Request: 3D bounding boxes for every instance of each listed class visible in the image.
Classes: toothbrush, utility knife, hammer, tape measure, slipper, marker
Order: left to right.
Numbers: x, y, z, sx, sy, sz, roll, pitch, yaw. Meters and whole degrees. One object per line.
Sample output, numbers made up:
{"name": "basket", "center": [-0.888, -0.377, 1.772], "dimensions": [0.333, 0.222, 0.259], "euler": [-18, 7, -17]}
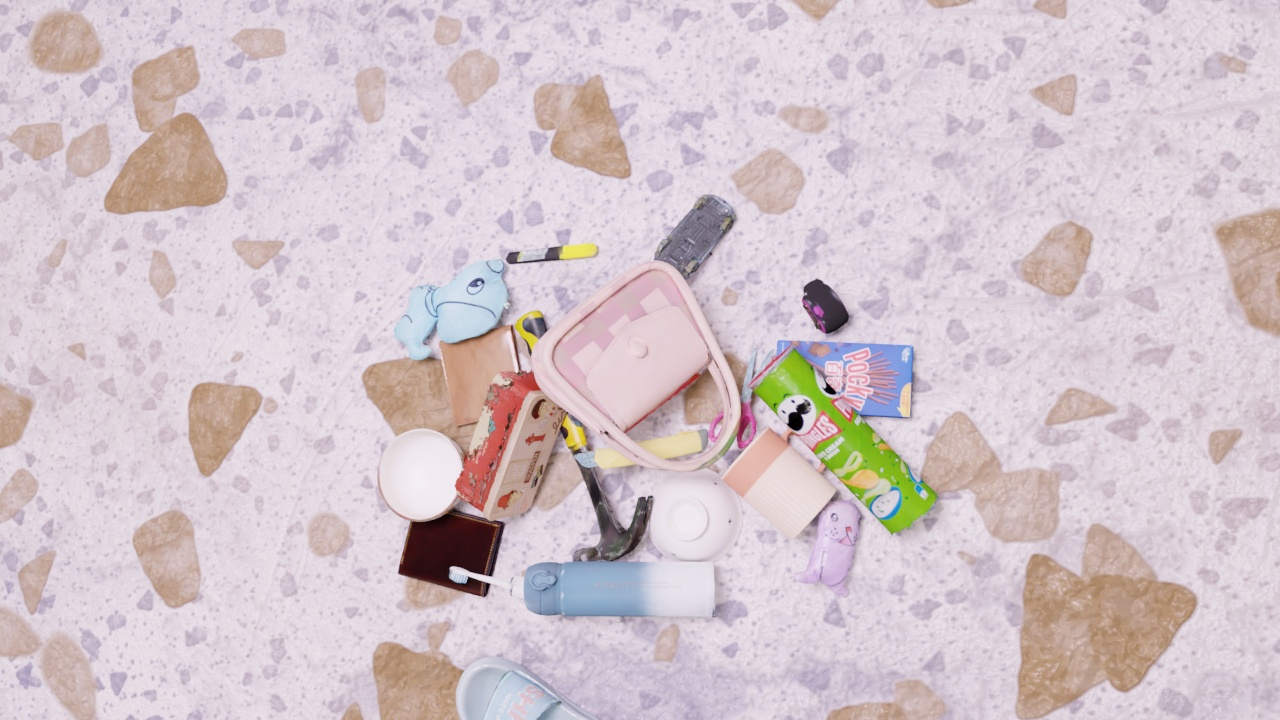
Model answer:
{"name": "toothbrush", "center": [-0.126, 0.279, 1.111], "dimensions": [0.221, 0.026, 0.026], "euler": [11, 92, 7]}
{"name": "slipper", "center": [-0.114, 0.443, 1.076], "dimensions": [0.245, 0.074, 0.104], "euler": [25, 90, 12]}
{"name": "marker", "center": [-0.115, -0.136, 1.178], "dimensions": [0.124, 0.015, 0.018], "euler": [-4, 81, 14]}
{"name": "hammer", "center": [-0.080, 0.086, 1.121], "dimensions": [0.126, 0.031, 0.323], "euler": [-30, 74, 28]}
{"name": "utility knife", "center": [0.006, 0.104, 1.076], "dimensions": [0.172, 0.019, 0.031], "euler": [-6, 65, -28]}
{"name": "tape measure", "center": [0.214, -0.060, 1.076], "dimensions": [0.039, 0.057, 0.058], "euler": [-34, 62, 3]}

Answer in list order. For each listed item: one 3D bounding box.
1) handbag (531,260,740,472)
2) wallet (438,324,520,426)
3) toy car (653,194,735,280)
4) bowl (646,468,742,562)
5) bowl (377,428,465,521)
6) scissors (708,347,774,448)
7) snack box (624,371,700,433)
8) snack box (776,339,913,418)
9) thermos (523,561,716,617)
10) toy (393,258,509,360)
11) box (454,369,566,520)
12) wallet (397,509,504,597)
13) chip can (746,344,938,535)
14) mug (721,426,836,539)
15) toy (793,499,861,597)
{"name": "handbag", "center": [0.012, 0.022, 1.036], "dimensions": [0.193, 0.093, 0.234], "euler": [-39, 87, -17]}
{"name": "wallet", "center": [-0.201, 0.019, 1.174], "dimensions": [0.101, 0.020, 0.115], "euler": [-12, 83, 11]}
{"name": "toy car", "center": [0.067, -0.150, 1.130], "dimensions": [0.054, 0.037, 0.120], "euler": [36, 82, 14]}
{"name": "bowl", "center": [0.058, 0.183, 1.076], "dimensions": [0.118, 0.064, 0.118], "euler": [-2, 82, 12]}
{"name": "bowl", "center": [-0.265, 0.144, 1.150], "dimensions": [0.113, 0.062, 0.113], "euler": [-1, 82, 10]}
{"name": "scissors", "center": [0.129, 0.044, 1.081], "dimensions": [0.137, 0.017, 0.096], "euler": [-59, 32, 1]}
{"name": "snack box", "center": [-0.007, 0.006, 1.100], "dimensions": [0.127, 0.044, 0.113], "euler": [-36, 77, -16]}
{"name": "snack box", "center": [0.237, 0.021, 1.076], "dimensions": [0.157, 0.026, 0.084], "euler": [2, 85, 12]}
{"name": "thermos", "center": [-0.024, 0.265, 1.062], "dimensions": [0.220, 0.070, 0.070], "euler": [0, 83, 0]}
{"name": "toy", "center": [-0.236, -0.066, 1.173], "dimensions": [0.156, 0.050, 0.161], "euler": [18, 77, 25]}
{"name": "box", "center": [-0.160, 0.097, 1.100], "dimensions": [0.079, 0.091, 0.168], "euler": [28, 105, 27]}
{"name": "wallet", "center": [-0.239, 0.237, 1.156], "dimensions": [0.122, 0.020, 0.096], "euler": [11, 83, 13]}
{"name": "chip can", "center": [0.226, 0.089, 1.028], "dimensions": [0.072, 0.072, 0.236], "euler": [-44, 88, 4]}
{"name": "mug", "center": [0.169, 0.132, 1.058], "dimensions": [0.106, 0.082, 0.114], "euler": [42, 63, 12]}
{"name": "toy", "center": [0.218, 0.209, 1.044], "dimensions": [0.039, 0.083, 0.108], "euler": [13, 83, 58]}
